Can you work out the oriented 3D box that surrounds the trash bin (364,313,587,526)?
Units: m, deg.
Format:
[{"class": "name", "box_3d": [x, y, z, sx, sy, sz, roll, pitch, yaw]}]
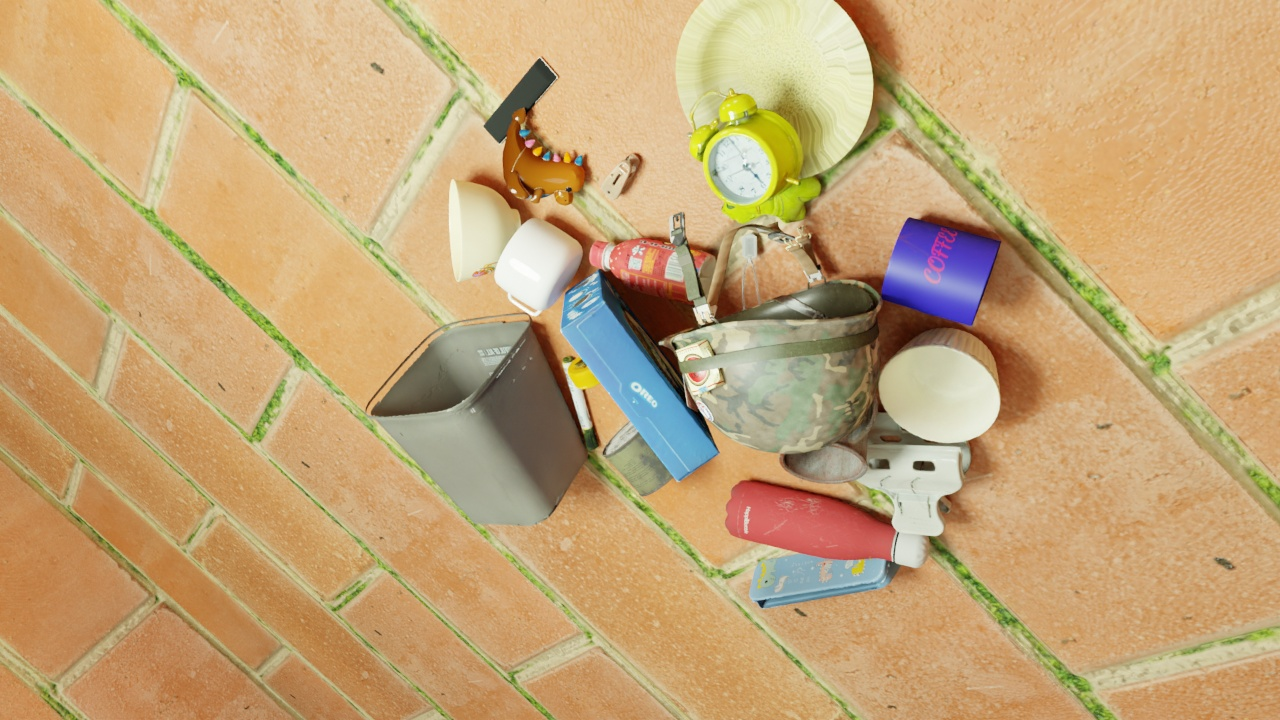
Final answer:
[{"class": "trash bin", "box_3d": [-0.198, 0.087, 1.209, 0.198, 0.196, 0.220, -5, 127, 35]}]

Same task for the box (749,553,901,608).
[{"class": "box", "box_3d": [0.223, 0.267, 1.156, 0.210, 0.066, 0.052, -25, 100, 42]}]

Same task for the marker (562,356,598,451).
[{"class": "marker", "box_3d": [-0.080, 0.058, 1.221, 0.017, 0.017, 0.147, 6, 127, 29]}]

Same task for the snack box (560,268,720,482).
[{"class": "snack box", "box_3d": [-0.006, 0.006, 0.995, 0.056, 0.238, 0.195, -36, 103, 6]}]

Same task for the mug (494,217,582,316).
[{"class": "mug", "box_3d": [-0.120, -0.102, 1.065, 0.068, 0.094, 0.116, 33, 127, 5]}]

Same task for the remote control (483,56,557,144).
[{"class": "remote control", "box_3d": [-0.134, -0.279, 0.996, 0.028, 0.011, 0.125, 48, 135, -8]}]

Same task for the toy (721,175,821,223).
[{"class": "toy", "box_3d": [0.123, -0.167, 0.903, 0.093, 0.036, 0.094, 32, 133, 0]}]

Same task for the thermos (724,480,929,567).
[{"class": "thermos", "box_3d": [0.222, 0.201, 1.098, 0.240, 0.073, 0.073, 9, 128, 26]}]

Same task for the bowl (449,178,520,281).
[{"class": "bowl", "box_3d": [-0.180, -0.153, 1.074, 0.074, 0.117, 0.118, -4, 134, -17]}]

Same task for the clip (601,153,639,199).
[{"class": "clip", "box_3d": [-0.022, -0.194, 0.978, 0.026, 0.049, 0.061, 44, 108, -5]}]

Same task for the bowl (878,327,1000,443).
[{"class": "bowl", "box_3d": [0.302, 0.018, 0.911, 0.115, 0.062, 0.115, 17, 131, 21]}]

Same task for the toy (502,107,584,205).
[{"class": "toy", "box_3d": [-0.105, -0.221, 1.002, 0.090, 0.070, 0.103, 5, 113, 9]}]

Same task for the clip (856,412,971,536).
[{"class": "clip", "box_3d": [0.293, 0.127, 0.999, 0.126, 0.089, 0.151, 1, 114, 36]}]

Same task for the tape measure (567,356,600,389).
[{"class": "tape measure", "box_3d": [-0.062, 0.008, 1.141, 0.068, 0.058, 0.030, -10, 118, 38]}]

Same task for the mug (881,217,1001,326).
[{"class": "mug", "box_3d": [0.277, -0.075, 0.853, 0.083, 0.079, 0.111, 19, 160, 19]}]

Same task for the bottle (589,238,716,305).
[{"class": "bottle", "box_3d": [0.010, -0.103, 1.006, 0.138, 0.061, 0.062, 17, 131, 22]}]

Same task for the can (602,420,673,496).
[{"class": "can", "box_3d": [0.009, 0.115, 1.156, 0.074, 0.089, 0.090, 48, 135, -9]}]

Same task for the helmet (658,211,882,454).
[{"class": "helmet", "box_3d": [0.118, -0.031, 0.872, 0.225, 0.192, 0.236, 12, 113, 41]}]

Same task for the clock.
[{"class": "clock", "box_3d": [0.092, -0.192, 0.835, 0.119, 0.056, 0.083, 50, 136, -2]}]

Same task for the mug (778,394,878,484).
[{"class": "mug", "box_3d": [0.204, 0.058, 0.956, 0.096, 0.110, 0.123, 22, 147, -24]}]

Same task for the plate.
[{"class": "plate", "box_3d": [0.123, -0.256, 0.831, 0.184, 0.036, 0.185, 18, 132, 21]}]
